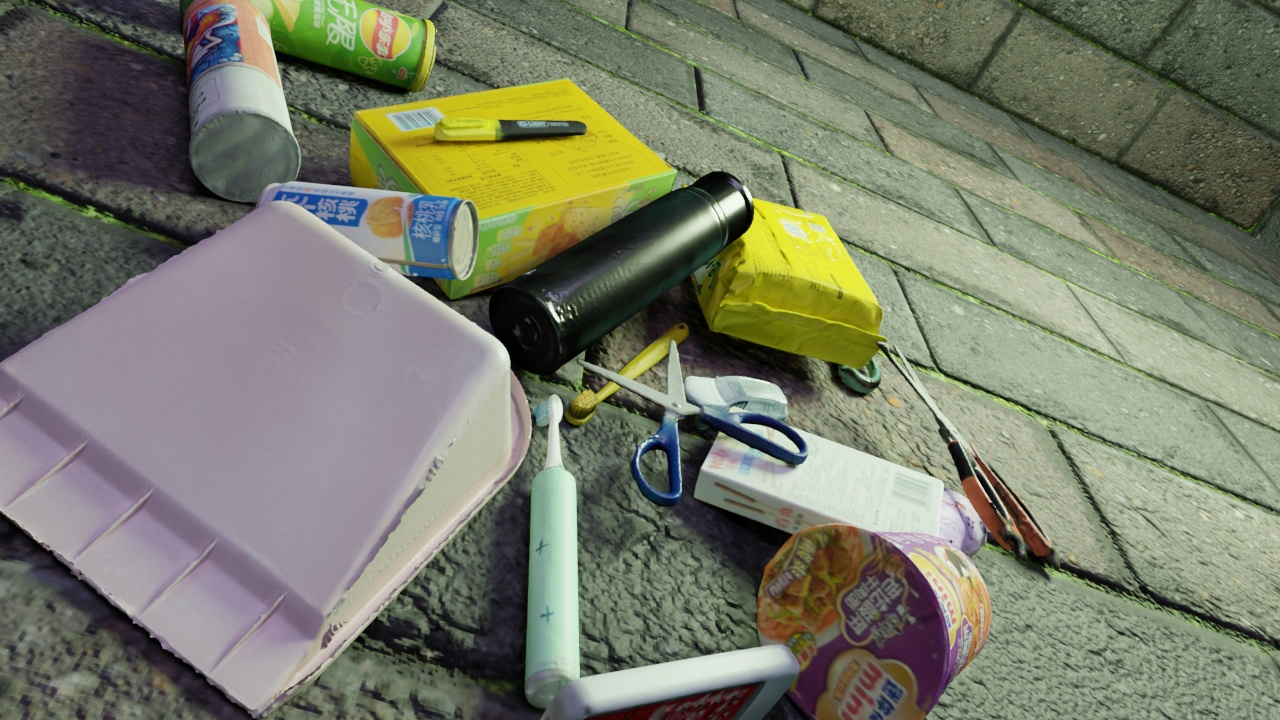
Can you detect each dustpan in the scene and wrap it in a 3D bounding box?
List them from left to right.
[{"bbox_3d":[-0.181,0.038,0.501,0.222,0.139,0.272,36,60,10],"label":"dustpan"}]

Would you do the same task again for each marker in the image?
[{"bbox_3d":[-0.097,-0.179,0.704,0.124,0.015,0.018,-9,54,-28],"label":"marker"}]

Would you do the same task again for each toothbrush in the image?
[{"bbox_3d":[-0.049,0.090,0.512,0.026,0.027,0.224,54,17,-33],"label":"toothbrush"},{"bbox_3d":[-0.004,0.004,0.684,0.016,0.017,0.189,34,31,11],"label":"toothbrush"}]

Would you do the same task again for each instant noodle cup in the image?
[{"bbox_3d":[0.139,0.143,0.515,0.099,0.112,0.111,2,39,-48],"label":"instant noodle cup"}]

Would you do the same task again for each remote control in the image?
[{"bbox_3d":[0.014,0.162,0.428,0.135,0.056,0.020,4,37,-35],"label":"remote control"}]

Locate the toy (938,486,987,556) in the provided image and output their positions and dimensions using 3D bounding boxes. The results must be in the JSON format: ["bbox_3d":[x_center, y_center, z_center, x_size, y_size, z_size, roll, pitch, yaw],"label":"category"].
[{"bbox_3d":[0.211,0.118,0.666,0.107,0.039,0.084,-7,47,-43],"label":"toy"}]

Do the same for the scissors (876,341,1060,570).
[{"bbox_3d":[0.259,0.077,0.726,0.189,0.015,0.226,38,26,-27],"label":"scissors"}]

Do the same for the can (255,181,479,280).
[{"bbox_3d":[-0.178,-0.085,0.600,0.134,0.053,0.053,7,31,7],"label":"can"}]

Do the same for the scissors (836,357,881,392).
[{"bbox_3d":[0.144,-0.034,0.859,0.181,0.019,0.170,8,38,-29],"label":"scissors"}]

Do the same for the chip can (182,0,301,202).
[{"bbox_3d":[-0.308,-0.207,0.699,0.071,0.071,0.214,6,37,-32],"label":"chip can"}]

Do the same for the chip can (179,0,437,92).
[{"bbox_3d":[-0.307,-0.315,0.858,0.221,0.073,0.072,9,36,-29],"label":"chip can"}]

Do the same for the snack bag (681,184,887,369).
[{"bbox_3d":[0.124,-0.090,0.846,0.158,0.068,0.246,14,30,-16],"label":"snack bag"}]

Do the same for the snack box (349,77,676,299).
[{"bbox_3d":[-0.100,-0.145,0.733,0.209,0.070,0.157,-22,56,-36],"label":"snack box"}]

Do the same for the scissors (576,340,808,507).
[{"bbox_3d":[0.034,0.038,0.616,0.162,0.012,0.172,11,35,-6],"label":"scissors"}]

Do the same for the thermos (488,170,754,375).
[{"bbox_3d":[-0.008,-0.068,0.697,0.068,0.090,0.241,48,49,7],"label":"thermos"}]

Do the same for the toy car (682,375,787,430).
[{"bbox_3d":[0.069,0.031,0.689,0.090,0.034,0.043,9,39,-27],"label":"toy car"}]

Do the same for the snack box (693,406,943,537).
[{"bbox_3d":[0.122,0.086,0.617,0.157,0.027,0.084,19,32,12],"label":"snack box"}]
